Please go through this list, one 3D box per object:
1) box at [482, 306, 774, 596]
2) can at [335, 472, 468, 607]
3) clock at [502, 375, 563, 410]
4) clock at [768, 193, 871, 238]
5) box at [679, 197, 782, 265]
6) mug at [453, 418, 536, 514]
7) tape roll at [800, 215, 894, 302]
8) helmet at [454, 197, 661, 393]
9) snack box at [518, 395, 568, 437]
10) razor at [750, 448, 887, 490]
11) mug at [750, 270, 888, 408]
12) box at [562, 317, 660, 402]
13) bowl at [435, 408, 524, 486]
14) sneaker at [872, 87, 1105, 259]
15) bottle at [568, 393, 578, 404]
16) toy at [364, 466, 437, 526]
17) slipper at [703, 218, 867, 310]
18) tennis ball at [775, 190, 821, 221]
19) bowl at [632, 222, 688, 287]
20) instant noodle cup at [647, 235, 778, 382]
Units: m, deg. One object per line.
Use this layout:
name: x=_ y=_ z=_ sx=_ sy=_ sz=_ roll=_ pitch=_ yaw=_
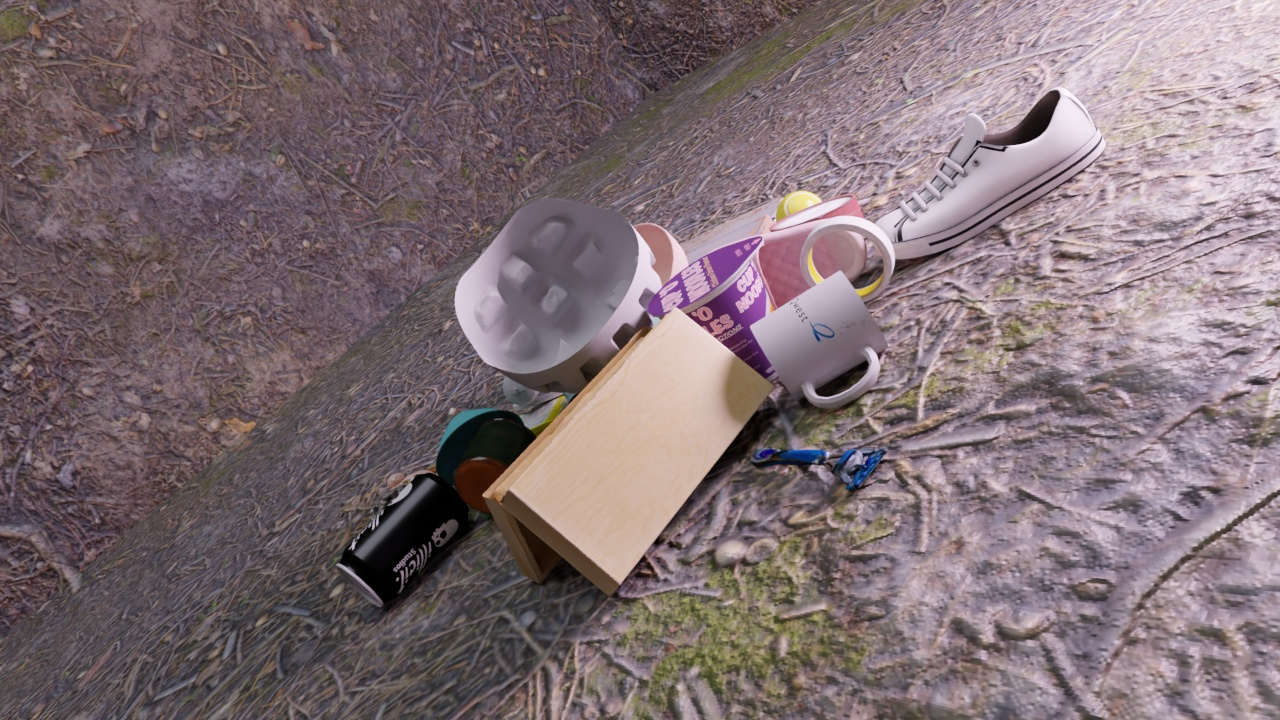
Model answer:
box: x=-0.020 y=0.081 z=0.857 sx=0.247 sy=0.142 sz=0.185 roll=-47 pitch=15 yaw=-31
can: x=-0.271 y=0.204 z=1.054 sx=0.145 sy=0.080 sz=0.080 roll=-48 pitch=22 yaw=-28
clock: x=-0.127 y=0.027 z=1.228 sx=0.119 sy=0.061 sz=0.159 roll=-23 pitch=6 yaw=-12
clock: x=0.201 y=-0.142 z=1.096 sx=0.156 sy=0.062 sz=0.110 roll=-30 pitch=14 yaw=-27
box: x=0.111 y=-0.166 z=1.366 sx=0.217 sy=0.043 sz=0.150 roll=-22 pitch=18 yaw=35
mug: x=-0.171 y=0.135 z=1.073 sx=0.081 sy=0.085 sz=0.111 roll=-71 pitch=7 yaw=-57
tape roll: x=0.212 y=-0.102 z=0.942 sx=0.094 sy=0.094 sz=0.019 roll=-21 pitch=23 yaw=36
helmet: x=-0.082 y=-0.069 z=1.048 sx=0.224 sy=0.183 sz=0.283 roll=-59 pitch=24 yaw=-7
snack box: x=-0.150 y=0.091 z=1.205 sx=0.149 sy=0.025 sz=0.061 roll=-24 pitch=22 yaw=31
razor: x=0.135 y=0.082 z=0.750 sx=0.043 sy=0.018 sz=0.141 roll=-46 pitch=21 yaw=-26
mug: x=0.170 y=-0.010 z=0.837 sx=0.096 sy=0.083 sz=0.119 roll=-32 pitch=48 yaw=10
box: x=-0.005 y=0.010 z=1.154 sx=0.189 sy=0.080 sz=0.077 roll=-36 pitch=60 yaw=0
bowl: x=-0.207 y=0.096 z=1.138 sx=0.121 sy=0.121 sz=0.046 roll=-38 pitch=54 yaw=-8
sneaker: x=0.341 y=-0.197 z=0.943 sx=0.246 sy=0.097 sz=0.091 roll=-29 pitch=20 yaw=17
bottle: x=-0.011 y=0.041 z=1.041 sx=0.161 sy=0.056 sz=0.056 roll=-23 pitch=22 yaw=33
toy: x=-0.296 y=0.178 z=1.183 sx=0.133 sy=0.076 sz=0.176 roll=-34 pitch=11 yaw=3
slipper: x=0.143 y=-0.091 z=1.025 sx=0.222 sy=0.107 sz=0.055 roll=-22 pitch=23 yaw=21
tennis ball: x=0.209 y=-0.188 z=1.197 sx=0.065 sy=0.065 sz=0.065 roll=-31 pitch=19 yaw=12
bowl: x=0.014 y=-0.112 z=1.298 sx=0.153 sy=0.076 sz=0.152 roll=-20 pitch=61 yaw=40
instant noodle cup: x=0.098 y=-0.040 z=0.944 sx=0.137 sy=0.122 sz=0.121 roll=-33 pitch=19 yaw=9
